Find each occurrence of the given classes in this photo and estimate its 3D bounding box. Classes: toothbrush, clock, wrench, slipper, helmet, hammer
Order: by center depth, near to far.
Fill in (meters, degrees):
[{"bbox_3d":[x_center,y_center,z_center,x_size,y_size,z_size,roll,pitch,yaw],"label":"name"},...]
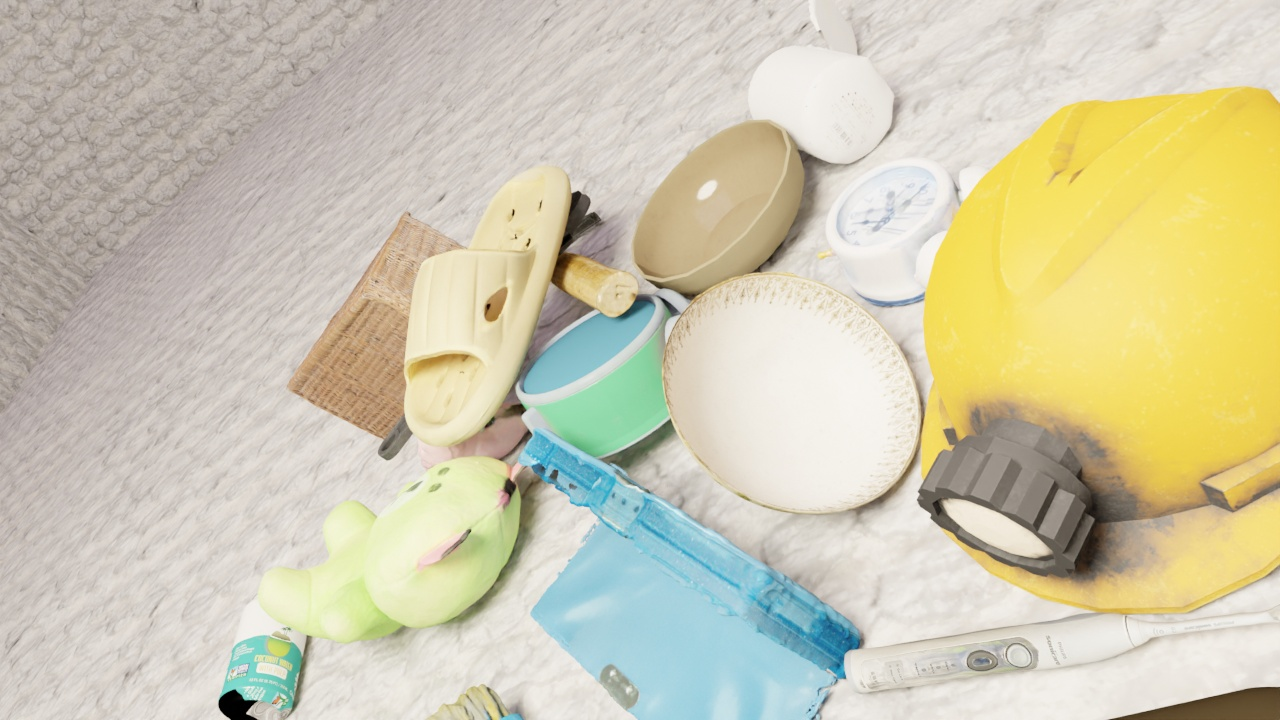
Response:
[{"bbox_3d":[0.173,0.118,0.382,0.186,0.024,0.022,-21,82,33],"label":"toothbrush"},{"bbox_3d":[0.208,-0.034,0.406,0.206,0.131,0.255,12,63,53],"label":"helmet"},{"bbox_3d":[0.173,-0.081,0.565,0.126,0.052,0.088,7,59,47],"label":"clock"},{"bbox_3d":[-0.004,0.004,0.646,0.162,0.075,0.121,-31,21,5],"label":"clock"},{"bbox_3d":[-0.128,-0.060,0.694,0.112,0.079,0.260,-13,49,41],"label":"slipper"},{"bbox_3d":[-0.125,-0.033,0.746,0.272,0.018,0.073,-55,29,-12],"label":"wrench"},{"bbox_3d":[-0.059,-0.076,0.767,0.132,0.033,0.330,-46,20,-4],"label":"hammer"}]

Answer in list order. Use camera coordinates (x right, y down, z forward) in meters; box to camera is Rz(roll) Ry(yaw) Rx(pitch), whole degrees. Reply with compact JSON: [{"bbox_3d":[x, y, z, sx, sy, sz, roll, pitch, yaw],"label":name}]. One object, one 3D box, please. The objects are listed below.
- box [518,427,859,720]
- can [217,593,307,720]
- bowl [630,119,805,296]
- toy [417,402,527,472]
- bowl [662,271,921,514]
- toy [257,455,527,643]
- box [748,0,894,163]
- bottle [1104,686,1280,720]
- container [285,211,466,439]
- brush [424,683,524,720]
[{"bbox_3d":[-0.007,0.131,0.506,0.112,0.094,0.232,-55,35,-9],"label":"box"},{"bbox_3d":[-0.303,0.240,0.745,0.055,0.055,0.101,-33,36,19],"label":"can"},{"bbox_3d":[0.066,-0.109,0.703,0.153,0.050,0.152,-32,37,28],"label":"bowl"},{"bbox_3d":[-0.143,0.067,0.742,0.096,0.098,0.052,-44,66,47],"label":"toy"},{"bbox_3d":[0.077,0.027,0.517,0.063,0.145,0.144,115,177,-60],"label":"bowl"},{"bbox_3d":[-0.164,0.141,0.665,0.197,0.107,0.149,-14,22,27],"label":"toy"},{"bbox_3d":[0.149,-0.226,0.718,0.136,0.084,0.147,-51,32,5],"label":"box"},{"bbox_3d":[0.222,0.126,0.297,0.185,0.045,0.045,-27,38,27],"label":"bottle"},{"bbox_3d":[-0.223,-0.026,0.845,0.199,0.113,0.112,-38,30,41],"label":"container"},{"bbox_3d":[-0.115,0.257,0.524,0.135,0.055,0.075,-43,59,-7],"label":"brush"}]
